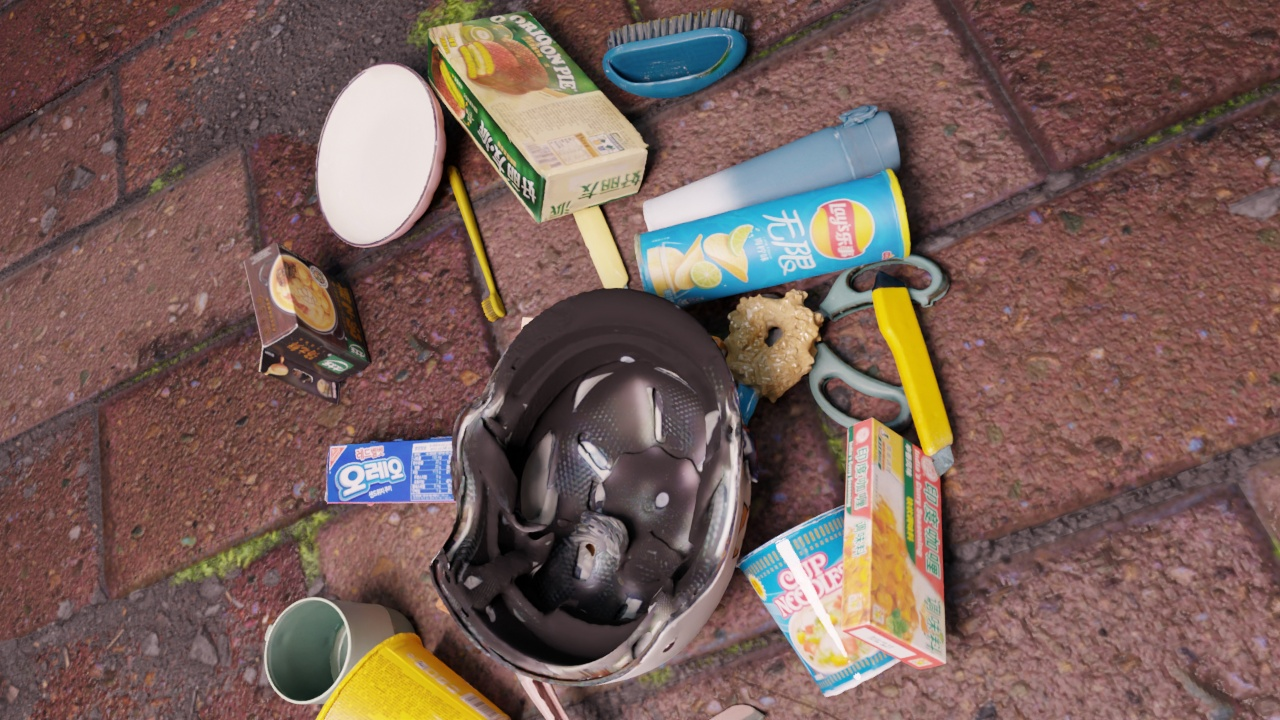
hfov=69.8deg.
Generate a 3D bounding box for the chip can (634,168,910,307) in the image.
[{"bbox_3d":[0.104,-0.095,0.742,0.210,0.071,0.071,-12,67,10],"label":"chip can"}]

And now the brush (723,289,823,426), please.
[{"bbox_3d":[0.080,0.062,0.737,0.083,0.045,0.254,17,88,26],"label":"brush"}]

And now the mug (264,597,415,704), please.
[{"bbox_3d":[-0.258,0.244,0.776,0.112,0.106,0.082,6,75,24],"label":"mug"}]

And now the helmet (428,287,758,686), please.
[{"bbox_3d":[-0.016,0.101,0.679,0.230,0.157,0.273,1,68,24],"label":"helmet"}]

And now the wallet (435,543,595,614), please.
[{"bbox_3d":[-0.099,0.186,0.776,0.132,0.031,0.107,19,78,28],"label":"wallet"}]

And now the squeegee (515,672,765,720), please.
[{"bbox_3d":[-0.078,0.242,0.700,0.247,0.040,0.249,-23,53,-26],"label":"squeegee"}]

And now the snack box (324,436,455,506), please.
[{"bbox_3d":[-0.187,0.098,0.804,0.208,0.058,0.057,-6,80,31],"label":"snack box"}]

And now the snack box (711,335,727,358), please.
[{"bbox_3d":[-0.005,0.005,0.800,0.154,0.026,0.075,12,82,27],"label":"snack box"}]

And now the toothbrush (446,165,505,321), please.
[{"bbox_3d":[-0.168,-0.120,0.921,0.017,0.015,0.190,-30,63,17],"label":"toothbrush"}]

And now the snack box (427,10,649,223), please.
[{"bbox_3d":[-0.104,-0.240,0.881,0.114,0.063,0.240,-22,58,-27],"label":"snack box"}]

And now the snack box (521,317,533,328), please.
[{"bbox_3d":[-0.069,0.043,0.791,0.085,0.026,0.157,6,90,25],"label":"snack box"}]

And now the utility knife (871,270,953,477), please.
[{"bbox_3d":[0.206,0.008,0.697,0.033,0.015,0.170,-3,66,-16],"label":"utility knife"}]

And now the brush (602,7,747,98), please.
[{"bbox_3d":[0.031,-0.286,0.875,0.144,0.055,0.073,-4,70,21],"label":"brush"}]

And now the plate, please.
[{"bbox_3d":[-0.266,-0.211,0.959,0.193,0.039,0.192,-3,84,35],"label":"plate"}]

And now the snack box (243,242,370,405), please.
[{"bbox_3d":[-0.326,-0.035,0.900,0.053,0.113,0.125,-29,64,10],"label":"snack box"}]

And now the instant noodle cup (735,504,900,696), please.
[{"bbox_3d":[0.136,0.172,0.653,0.099,0.099,0.110,-32,71,9],"label":"instant noodle cup"}]

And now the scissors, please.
[{"bbox_3d":[0.173,-0.008,0.739,0.170,0.019,0.180,-17,67,15],"label":"scissors"}]

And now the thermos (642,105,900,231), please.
[{"bbox_3d":[0.112,-0.148,0.786,0.221,0.070,0.070,-21,65,15],"label":"thermos"}]

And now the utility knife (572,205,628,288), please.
[{"bbox_3d":[-0.037,-0.101,0.857,0.031,0.022,0.212,-29,62,15],"label":"utility knife"}]

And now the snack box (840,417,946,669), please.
[{"bbox_3d":[0.175,0.123,0.633,0.027,0.077,0.155,-32,36,44],"label":"snack box"}]

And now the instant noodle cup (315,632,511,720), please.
[{"bbox_3d":[-0.174,0.300,0.714,0.110,0.138,0.138,25,82,19],"label":"instant noodle cup"}]
